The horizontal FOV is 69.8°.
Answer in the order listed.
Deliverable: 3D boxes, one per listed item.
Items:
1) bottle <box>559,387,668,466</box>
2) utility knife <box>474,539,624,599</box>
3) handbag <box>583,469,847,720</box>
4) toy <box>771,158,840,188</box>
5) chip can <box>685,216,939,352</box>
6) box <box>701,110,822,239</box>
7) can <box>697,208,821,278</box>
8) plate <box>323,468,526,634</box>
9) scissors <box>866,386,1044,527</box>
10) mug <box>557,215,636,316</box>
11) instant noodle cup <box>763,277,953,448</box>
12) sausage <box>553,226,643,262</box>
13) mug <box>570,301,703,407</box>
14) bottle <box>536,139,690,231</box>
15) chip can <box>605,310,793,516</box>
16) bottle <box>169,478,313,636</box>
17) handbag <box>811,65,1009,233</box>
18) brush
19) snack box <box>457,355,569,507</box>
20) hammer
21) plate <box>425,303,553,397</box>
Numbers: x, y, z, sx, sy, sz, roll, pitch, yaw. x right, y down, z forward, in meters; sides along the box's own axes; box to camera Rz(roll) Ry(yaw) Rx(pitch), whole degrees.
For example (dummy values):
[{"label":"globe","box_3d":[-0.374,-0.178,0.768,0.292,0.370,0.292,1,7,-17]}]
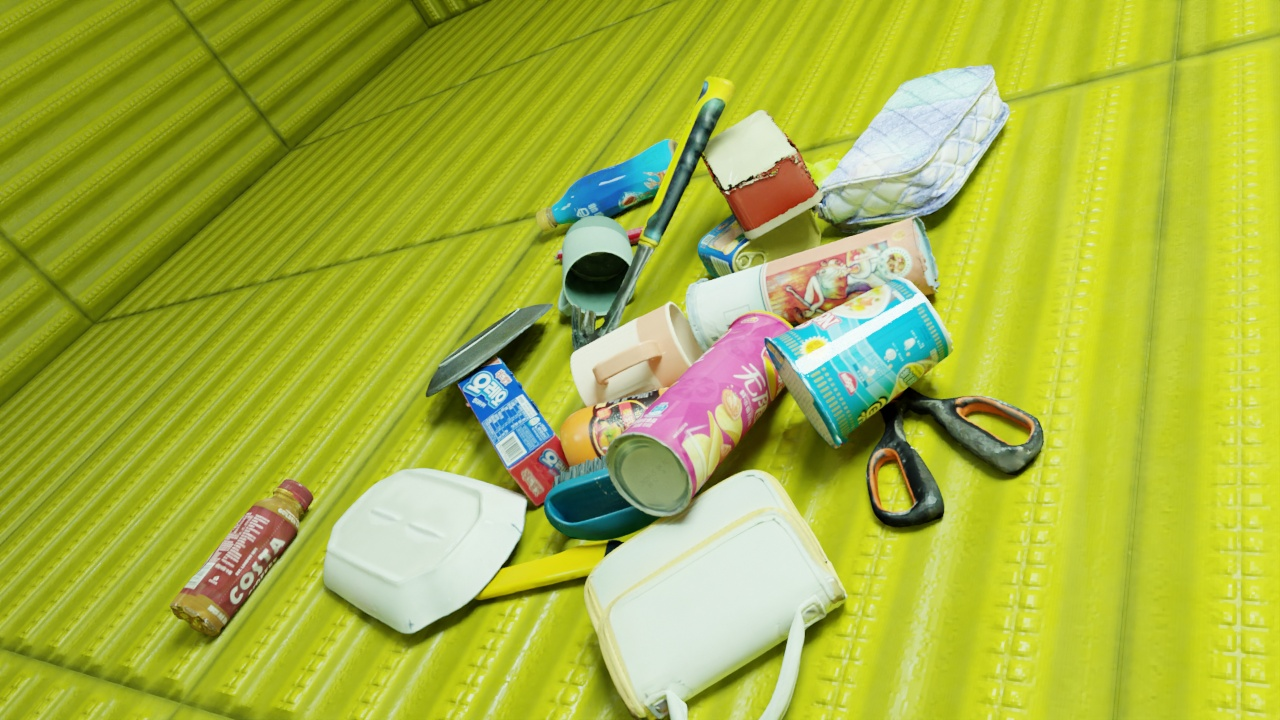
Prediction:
[{"label":"bottle","box_3d":[0.006,0.056,0.803,0.149,0.067,0.066,-22,32,6]},{"label":"utility knife","box_3d":[-0.083,0.175,0.756,0.168,0.015,0.033,-18,28,25]},{"label":"handbag","box_3d":[0.053,0.170,0.602,0.163,0.063,0.178,-33,34,3]},{"label":"toy","box_3d":[0.179,-0.200,1.026,0.100,0.031,0.096,-16,37,26]},{"label":"chip can","box_3d":[0.152,-0.065,0.823,0.215,0.071,0.071,-16,35,26]},{"label":"box","box_3d":[0.116,-0.200,0.932,0.091,0.077,0.168,-29,27,10]},{"label":"can","box_3d":[0.120,-0.120,0.944,0.102,0.057,0.083,-38,29,-10]},{"label":"plate","box_3d":[-0.214,0.161,0.861,0.266,0.034,0.161,5,46,51]},{"label":"scissors","box_3d":[0.189,0.041,0.687,0.227,0.022,0.197,13,54,50]},{"label":"mug","box_3d":[-0.058,-0.104,1.068,0.112,0.082,0.106,-48,26,23]},{"label":"instant noodle cup","box_3d":[0.164,-0.004,0.680,0.110,0.099,0.099,-32,31,-1]},{"label":"sausage","box_3d":[-0.048,-0.148,1.171,0.156,0.020,0.020,-10,38,33]},{"label":"mug","box_3d":[-0.005,0.005,0.839,0.106,0.081,0.114,-26,-7,15]},{"label":"bottle","box_3d":[-0.042,-0.227,1.230,0.219,0.065,0.065,-19,34,22]},{"label":"chip can","box_3d":[0.056,0.034,0.712,0.072,0.071,0.209,-7,22,36]},{"label":"bottle","box_3d":[-0.418,0.204,0.978,0.058,0.057,0.174,-5,41,38]},{"label":"handbag","box_3d":[0.271,-0.208,0.913,0.134,0.075,0.193,3,45,51]},{"label":"brush","box_3d":[-0.016,0.110,0.743,0.144,0.055,0.073,-19,30,22]},{"label":"snack box","box_3d":[-0.125,0.063,0.909,0.057,0.058,0.207,-37,31,-7]},{"label":"hammer","box_3d":[0.013,-0.139,0.949,0.126,0.032,0.323,32,99,56]},{"label":"plate","box_3d":[-0.178,-0.019,1.046,0.179,0.024,0.179,-35,9,6]}]
